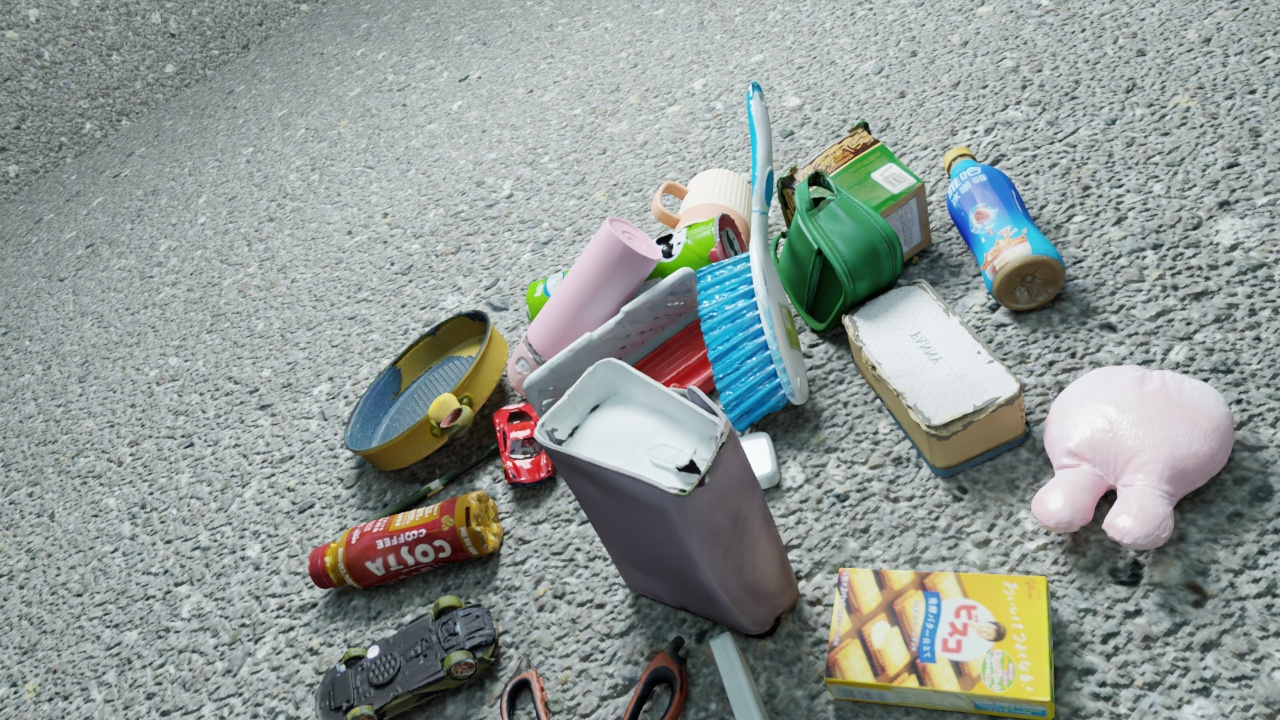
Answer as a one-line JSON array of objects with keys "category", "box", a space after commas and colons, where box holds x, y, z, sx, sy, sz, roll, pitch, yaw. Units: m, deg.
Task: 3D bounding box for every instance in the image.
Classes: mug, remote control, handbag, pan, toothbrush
[{"category": "mug", "box": [0.067, -0.154, 0.995, 0.082, 0.114, 0.105, -54, 15, 43]}, {"category": "remote control", "box": [0.052, 0.101, 0.790, 0.136, 0.020, 0.055, -18, 39, 11]}, {"category": "remote control", "box": [0.076, 0.244, 0.594, 0.019, 0.056, 0.135, -25, 40, 2]}, {"category": "handbag", "box": [0.174, -0.097, 0.843, 0.068, 0.131, 0.120, -29, 75, -12]}, {"category": "pan", "box": [-0.198, 0.035, 0.881, 0.197, 0.078, 0.358, -46, 28, -9]}, {"category": "handbag", "box": [0.029, 0.104, 0.661, 0.145, 0.197, 0.098, 24, 61, 42]}, {"category": "toothbrush", "box": [-0.212, 0.128, 0.909, 0.185, 0.012, 0.017, -31, 34, -6]}]

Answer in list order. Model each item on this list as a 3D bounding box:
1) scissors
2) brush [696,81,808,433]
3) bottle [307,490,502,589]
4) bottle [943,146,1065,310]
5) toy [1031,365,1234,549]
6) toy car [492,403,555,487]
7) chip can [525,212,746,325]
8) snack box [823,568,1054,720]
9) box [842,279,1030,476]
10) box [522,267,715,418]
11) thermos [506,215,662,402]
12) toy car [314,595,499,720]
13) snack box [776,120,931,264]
[{"category": "scissors", "box": [-0.038, 0.287, 0.639, 0.189, 0.015, 0.222, 3, 51, 32]}, {"category": "brush", "box": [0.098, -0.098, 0.832, 0.110, 0.060, 0.314, -24, 68, 31]}, {"category": "bottle", "box": [-0.215, 0.167, 0.832, 0.175, 0.057, 0.057, -17, 40, 11]}, {"category": "bottle", "box": [0.331, -0.136, 0.865, 0.065, 0.065, 0.218, -16, 40, 12]}, {"category": "toy", "box": [0.340, 0.066, 0.648, 0.121, 0.054, 0.159, 10, 51, 45]}, {"category": "toy car", "box": [-0.113, 0.080, 0.883, 0.049, 0.031, 0.106, -10, 40, -11]}, {"category": "chip can", "box": [-0.008, -0.082, 0.954, 0.237, 0.072, 0.072, -17, 39, 27]}, {"category": "snack box", "box": [0.198, 0.186, 0.612, 0.141, 0.034, 0.086, -2, 46, 24]}, {"category": "box", "box": [0.242, 0.013, 0.756, 0.090, 0.062, 0.184, -24, 42, 4]}, {"category": "box", "box": [-0.006, 0.003, 0.865, 0.201, 0.102, 0.095, -36, 40, -11]}, {"category": "thermos", "box": [-0.055, -0.039, 0.903, 0.087, 0.067, 0.199, 47, 113, 23]}, {"category": "toy car", "box": [-0.188, 0.248, 0.741, 0.158, 0.042, 0.070, -26, 39, -1]}, {"category": "snack box", "box": [0.219, -0.147, 0.900, 0.118, 0.117, 0.105, -36, 45, -9]}]
